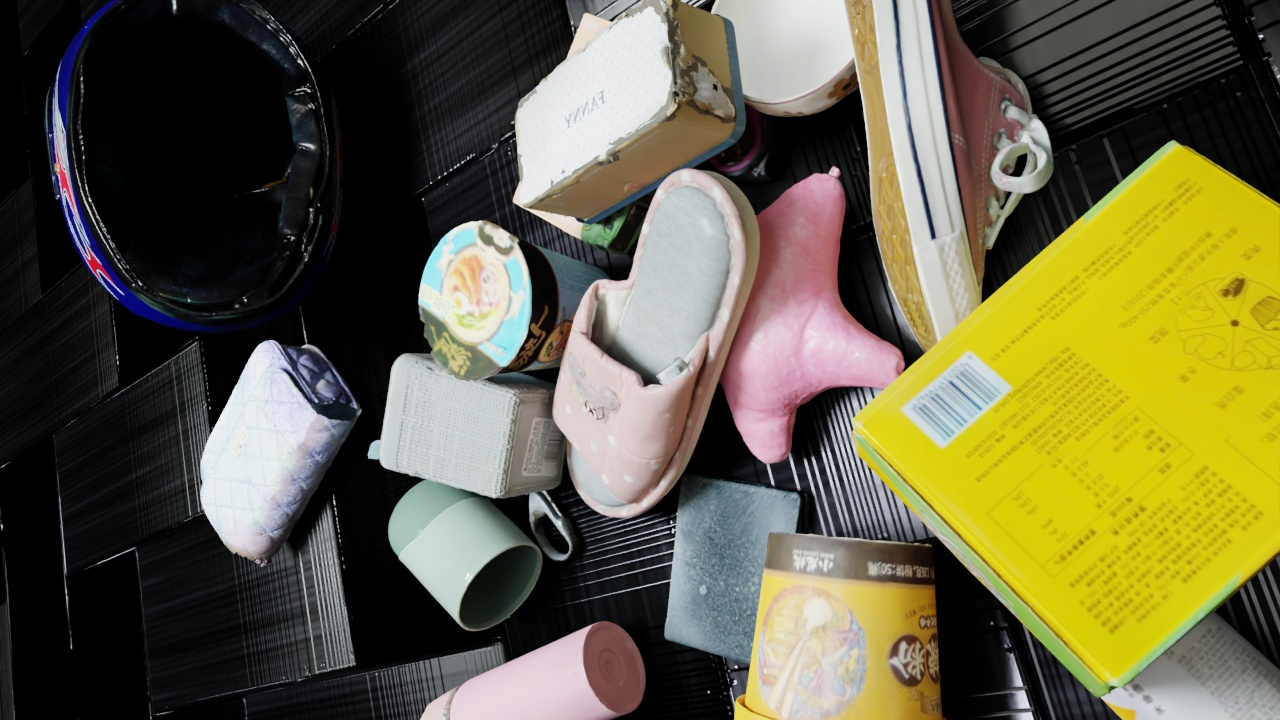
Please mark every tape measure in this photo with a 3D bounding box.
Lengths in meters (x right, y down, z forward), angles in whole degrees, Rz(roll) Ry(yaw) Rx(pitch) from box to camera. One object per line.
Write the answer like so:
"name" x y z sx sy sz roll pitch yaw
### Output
"tape measure" 0.070 -0.147 0.615 0.057 0.039 0.058 -1 87 37

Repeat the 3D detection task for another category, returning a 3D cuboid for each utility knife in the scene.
"utility knife" -0.174 0.076 0.796 0.197 0.013 0.029 -7 85 35

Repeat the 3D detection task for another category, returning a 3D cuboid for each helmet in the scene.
"helmet" -0.395 -0.168 0.838 0.241 0.247 0.315 161 105 -64

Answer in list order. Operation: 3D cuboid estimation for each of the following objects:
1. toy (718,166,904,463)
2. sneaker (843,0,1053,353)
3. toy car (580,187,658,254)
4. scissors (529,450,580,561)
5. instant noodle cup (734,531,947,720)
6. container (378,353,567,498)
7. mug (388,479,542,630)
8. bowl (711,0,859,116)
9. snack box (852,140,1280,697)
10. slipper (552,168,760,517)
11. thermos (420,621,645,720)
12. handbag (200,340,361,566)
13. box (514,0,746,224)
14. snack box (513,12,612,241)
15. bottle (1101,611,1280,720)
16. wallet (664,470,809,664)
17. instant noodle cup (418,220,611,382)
"toy" 0.083 -0.037 0.576 0.194 0.074 0.179 42 117 27
"sneaker" 0.172 -0.115 0.495 0.088 0.118 0.241 -12 102 4
"toy car" -0.010 -0.121 0.671 0.036 0.043 0.091 37 109 36
"scissors" -0.087 0.075 0.725 0.160 0.014 0.181 -30 76 27
"instant noodle cup" 0.116 0.158 0.521 0.119 0.118 0.114 -3 77 36
"container" -0.119 0.049 0.688 0.114 0.090 0.090 13 97 30
"mug" -0.142 0.158 0.735 0.106 0.082 0.112 34 138 32
"bowl" 0.105 -0.200 0.573 0.114 0.062 0.113 -10 71 30
"snack box" 0.229 0.025 0.423 0.210 0.070 0.157 -41 62 0
"slipper" -0.003 0.003 0.585 0.114 0.054 0.275 50 135 29
"thermos" -0.083 0.267 0.692 0.199 0.067 0.087 -34 98 30
"handbag" -0.359 0.085 0.896 0.134 0.075 0.194 46 114 29
"box" -0.017 -0.154 0.595 0.185 0.063 0.089 -17 73 51
"snack box" -0.037 -0.177 0.704 0.084 0.026 0.157 32 106 33
"bottle" 0.244 0.135 0.451 0.189 0.068 0.068 48 114 28
"wallet" 0.062 0.140 0.617 0.097 0.019 0.121 5 89 37
"instant noodle cup" -0.079 -0.039 0.668 0.111 0.120 0.111 -2 87 37
